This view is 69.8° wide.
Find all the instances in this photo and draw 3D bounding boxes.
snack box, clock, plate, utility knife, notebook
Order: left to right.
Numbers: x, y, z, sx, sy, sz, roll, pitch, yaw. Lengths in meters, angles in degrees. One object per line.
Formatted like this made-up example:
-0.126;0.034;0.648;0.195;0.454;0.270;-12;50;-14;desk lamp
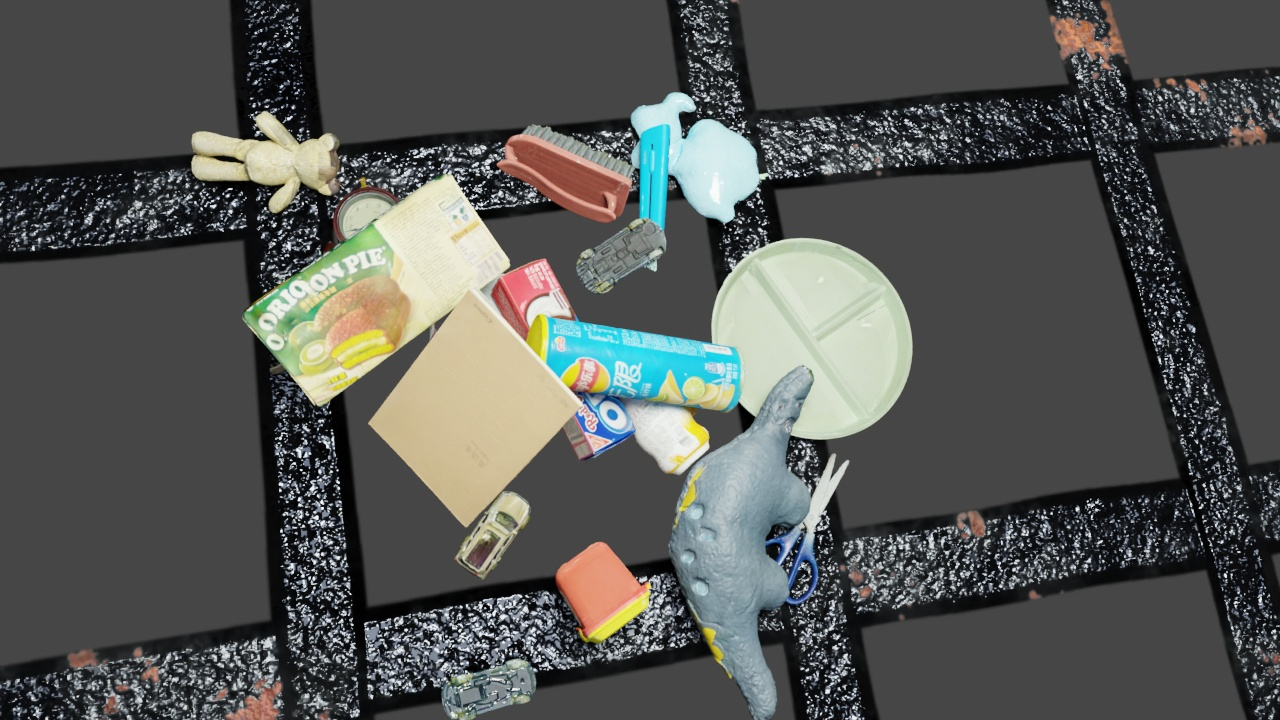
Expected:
-0.284;-0.127;0.965;0.082;0.055;0.121;17;77;-4;clock
-0.258;-0.072;0.908;0.239;0.063;0.114;-39;110;-14;snack box
-0.165;0.051;0.887;0.149;0.212;0.012;47;31;4;notebook
-0.080;0.001;0.951;0.057;0.058;0.207;-27;87;-24;snack box
-0.039;0.226;0.899;0.082;0.091;0.080;-33;76;-14;snack box
0.014;-0.180;1.019;0.034;0.018;0.161;3;94;19;utility knife
0.189;-0.024;1.020;0.230;0.027;0.230;2;76;-7;plate

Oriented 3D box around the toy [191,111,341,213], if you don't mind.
-0.397;-0.211;0.972;0.157;0.066;0.105;4;109;-3;toy

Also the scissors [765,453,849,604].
0.168;0.171;0.979;0.126;0.012;0.173;4;75;-7;scissors

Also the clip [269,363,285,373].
-0.339;-0.024;0.946;0.100;0.035;0.070;-17;81;-8;clip

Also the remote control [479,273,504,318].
-0.156;-0.027;0.977;0.056;0.020;0.135;5;75;-8;remote control

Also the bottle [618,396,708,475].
0.020;0.065;0.957;0.063;0.063;0.108;-41;84;-15;bottle

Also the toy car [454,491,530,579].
-0.146;0.174;0.924;0.042;0.035;0.090;35;72;-1;toy car

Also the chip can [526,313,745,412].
-0.005;0.005;0.906;0.210;0.071;0.071;9;75;-19;chip can

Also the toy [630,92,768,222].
0.067;-0.231;1.040;0.156;0.050;0.161;0;76;3;toy

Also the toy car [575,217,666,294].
-0.020;-0.114;1.007;0.105;0.031;0.049;-32;85;2;toy car

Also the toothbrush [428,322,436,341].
-0.221;-0.016;0.969;0.017;0.016;0.187;-13;79;-1;toothbrush

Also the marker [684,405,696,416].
0.005;0.027;0.990;0.124;0.015;0.018;30;74;3;marker

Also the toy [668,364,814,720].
0.101;0.169;0.926;0.138;0.091;0.355;12;77;1;toy

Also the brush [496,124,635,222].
-0.083;-0.205;1.007;0.146;0.063;0.069;25;61;0;brush

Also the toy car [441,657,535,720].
-0.146;0.319;0.890;0.090;0.034;0.043;-13;76;-13;toy car
